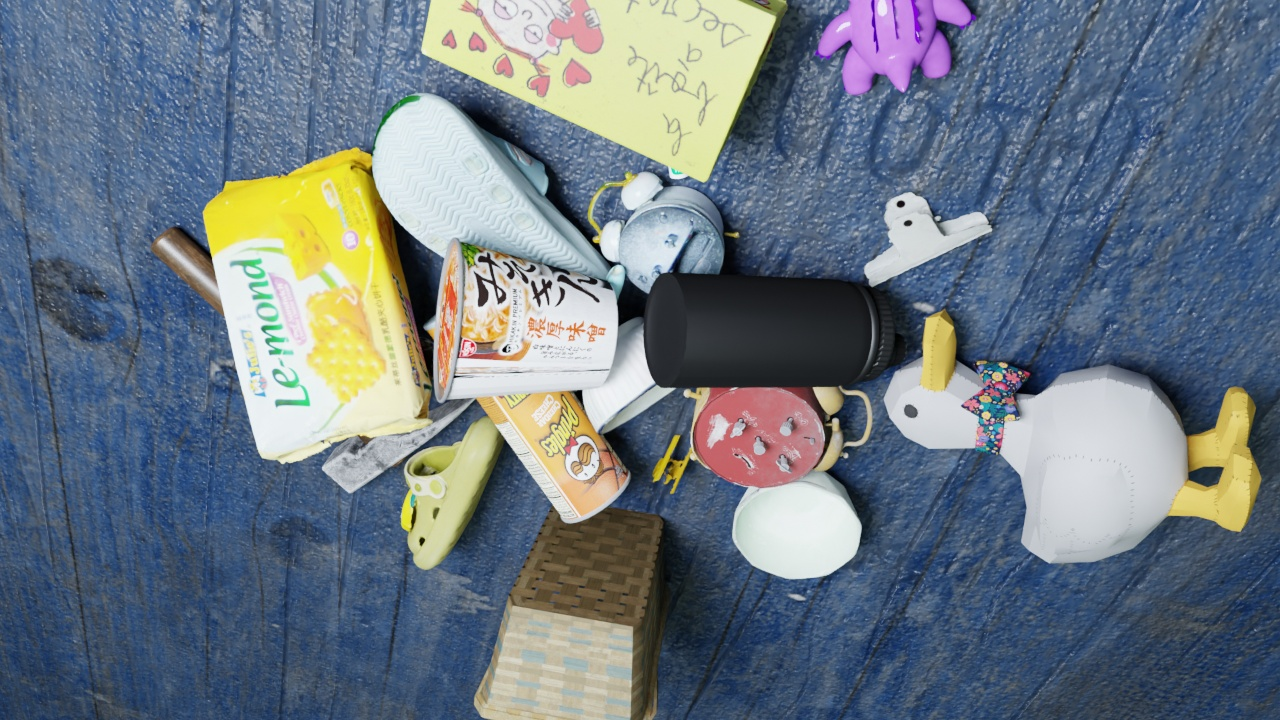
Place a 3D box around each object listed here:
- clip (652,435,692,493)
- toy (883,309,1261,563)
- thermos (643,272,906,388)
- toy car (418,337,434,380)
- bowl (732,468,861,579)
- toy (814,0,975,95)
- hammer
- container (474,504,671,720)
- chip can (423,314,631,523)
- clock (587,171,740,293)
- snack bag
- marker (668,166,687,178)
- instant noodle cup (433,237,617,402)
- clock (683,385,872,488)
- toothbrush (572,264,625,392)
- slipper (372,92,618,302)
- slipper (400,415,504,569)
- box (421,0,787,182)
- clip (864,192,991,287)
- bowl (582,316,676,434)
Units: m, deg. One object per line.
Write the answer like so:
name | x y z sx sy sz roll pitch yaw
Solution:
clip | 0.030 0.103 0.870 0.044 0.053 0.049 15 151 20
toy | 0.336 0.072 0.741 0.268 0.140 0.247 4 127 29
thermos | 0.110 -0.022 0.713 0.198 0.086 0.086 0 127 -20
toy car | -0.213 0.002 0.809 0.090 0.027 0.039 -9 108 18
bowl | 0.146 0.142 0.860 0.117 0.061 0.118 5 124 7
toy | 0.170 -0.226 0.617 0.106 0.055 0.088 -9 117 14
hammer | -0.303 -0.025 0.849 0.218 0.037 0.300 -33 111 27
container | -0.055 0.266 0.868 0.157 0.249 0.186 9 108 5
chip can | -0.097 0.037 0.808 0.075 0.075 0.215 -27 106 25
clock | 0.014 -0.101 0.728 0.117 0.056 0.083 27 124 -7
snack bag | -0.263 -0.046 0.765 0.160 0.068 0.247 -11 92 19
marker | 0.019 -0.206 0.681 0.017 0.017 0.146 -3 123 12
instant noodle cup | -0.088 -0.025 0.703 0.121 0.123 0.124 5 127 -19
clock | 0.120 0.054 0.795 0.159 0.081 0.117 -1 123 11
toothbrush | -0.042 -0.021 0.783 0.016 0.016 0.181 37 141 8
slipper | -0.110 -0.116 0.735 0.104 0.074 0.245 -27 131 28
slipper | -0.195 0.123 0.896 0.081 0.091 0.191 27 120 -5
box | -0.024 -0.226 0.621 0.221 0.081 0.125 28 124 3
clip | 0.213 -0.104 0.717 0.102 0.046 0.056 -26 119 23
bowl | -0.005 0.005 0.778 0.118 0.117 0.062 -40 80 29
